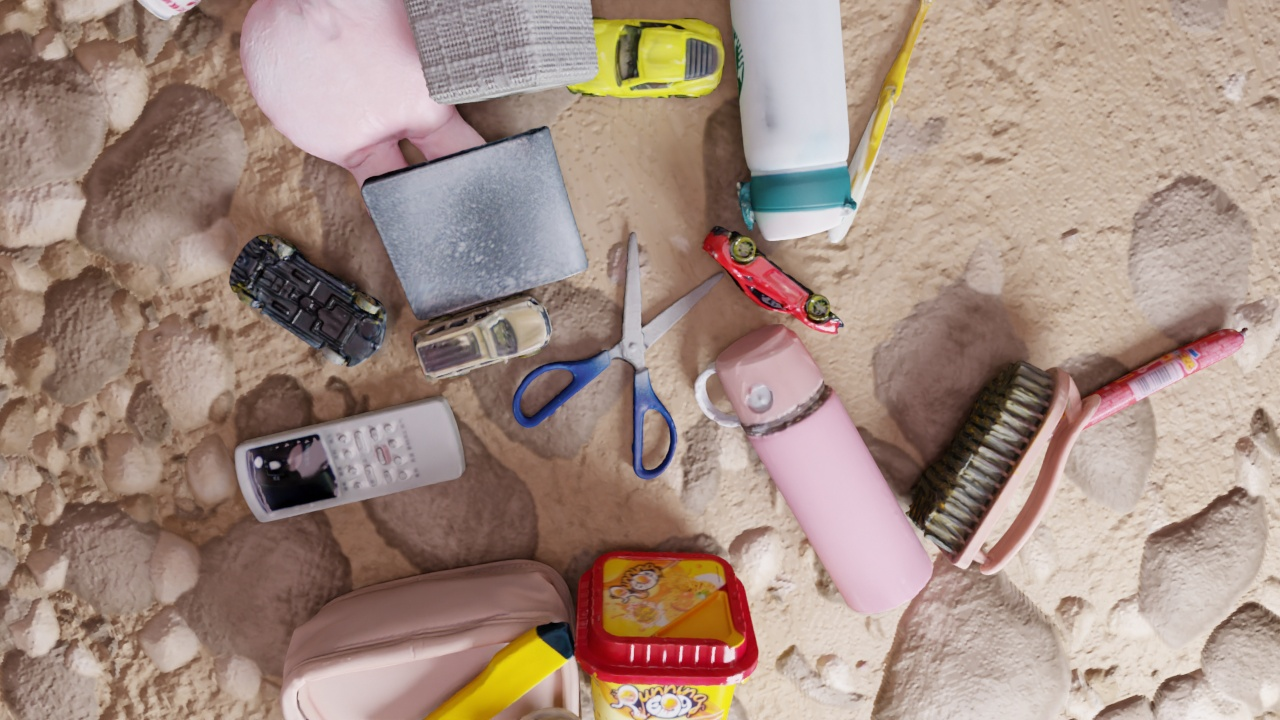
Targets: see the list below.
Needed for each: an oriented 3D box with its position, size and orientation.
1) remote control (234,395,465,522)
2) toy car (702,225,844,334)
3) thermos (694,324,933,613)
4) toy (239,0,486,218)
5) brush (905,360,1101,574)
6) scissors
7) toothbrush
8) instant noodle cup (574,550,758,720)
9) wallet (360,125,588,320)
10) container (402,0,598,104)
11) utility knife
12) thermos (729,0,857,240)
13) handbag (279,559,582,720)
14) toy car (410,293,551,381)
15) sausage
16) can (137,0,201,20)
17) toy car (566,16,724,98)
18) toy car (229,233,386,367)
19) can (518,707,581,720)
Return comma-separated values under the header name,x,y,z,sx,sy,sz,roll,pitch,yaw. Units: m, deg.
name,x,y,z,sx,sy,sz,roll,pitch,yaw
remote control,-0.197,0.067,0.623,0.150,0.021,0.058,-14,102,0
toy car,0.086,-0.048,0.593,0.106,0.049,0.031,35,99,-9
thermos,0.112,0.074,0.616,0.087,0.067,0.198,-26,103,32
toy,-0.163,-0.158,0.560,0.121,0.054,0.159,-28,113,4
brush,0.245,0.070,0.616,0.073,0.063,0.146,30,97,-1
scissors,-0.012,0.003,0.620,0.175,0.012,0.162,-22,101,2
toothbrush,0.159,-0.166,0.586,0.016,0.018,0.191,19,100,-4
instant noodle cup,0.013,0.208,0.619,0.116,0.116,0.124,2,113,-3
wallet,-0.102,-0.085,0.578,0.121,0.019,0.097,-17,118,-2
container,-0.081,-0.211,0.524,0.090,0.090,0.114,-2,107,27
utility knife,-0.099,0.208,0.573,0.154,0.015,0.033,-39,108,13
thermos,0.087,-0.186,0.557,0.073,0.073,0.224,-7,102,-1
handbag,-0.125,0.264,0.644,0.193,0.093,0.234,-12,110,0
toy car,-0.103,-0.014,0.602,0.090,0.035,0.042,-17,103,-1
sausage,0.344,0.016,0.630,0.156,0.020,0.020,-28,101,5
can,-0.242,-0.258,0.536,0.133,0.053,0.053,-32,101,5
toy car,0.000,-0.188,0.570,0.105,0.032,0.048,1,102,0
toy car,-0.212,-0.039,0.594,0.105,0.031,0.049,35,99,-7
can,-0.051,0.283,0.592,0.058,0.058,0.116,-11,121,0
